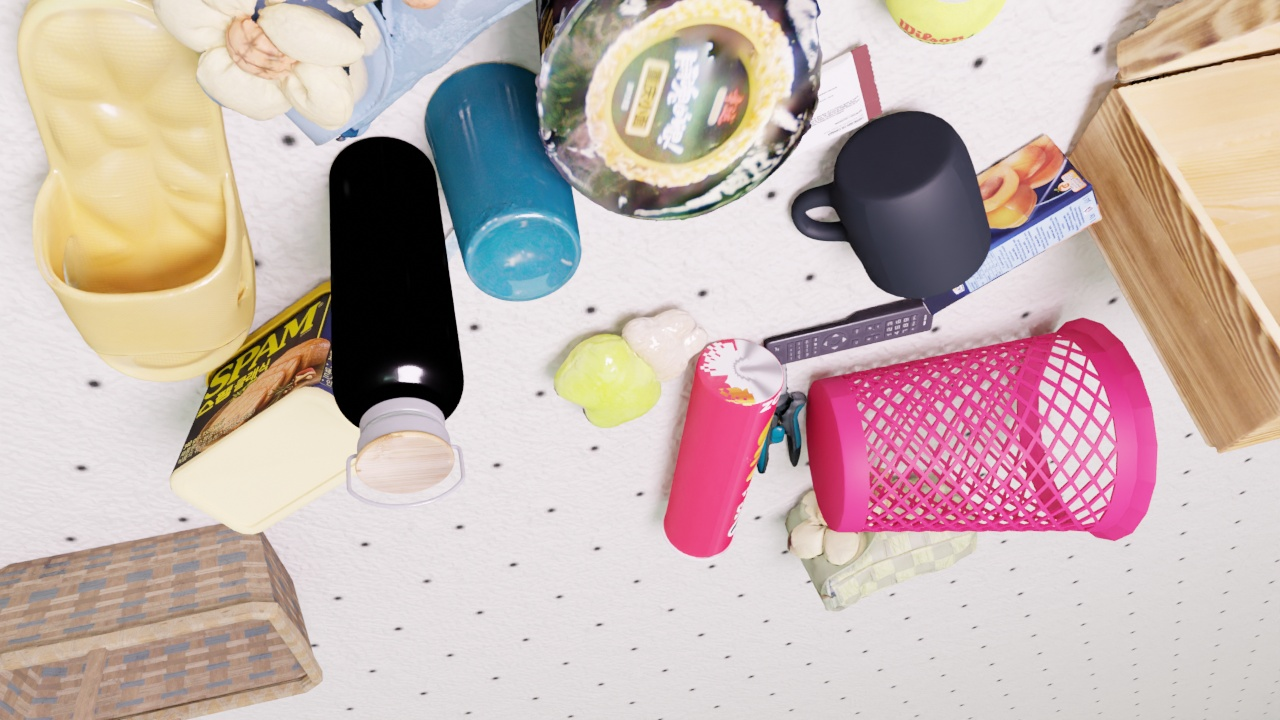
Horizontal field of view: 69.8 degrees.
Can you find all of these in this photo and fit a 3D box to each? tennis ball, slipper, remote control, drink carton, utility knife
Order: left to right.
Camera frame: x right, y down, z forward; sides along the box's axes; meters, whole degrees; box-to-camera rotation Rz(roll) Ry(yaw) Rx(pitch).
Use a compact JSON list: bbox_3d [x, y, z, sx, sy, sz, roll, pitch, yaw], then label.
[{"bbox_3d":[-0.262,-0.067,0.487,0.099,0.078,0.264,-3,137,-20],"label":"slipper"},{"bbox_3d":[-0.144,-0.050,0.598,0.022,0.015,0.180,29,120,-28],"label":"utility knife"},{"bbox_3d":[0.165,-0.023,0.730,0.136,0.015,0.032,-13,140,-1],"label":"remote control"},{"bbox_3d":[0.163,-0.202,0.487,0.065,0.065,0.065,-10,139,-9],"label":"tennis ball"},{"bbox_3d":[0.241,-0.092,0.640,0.130,0.064,0.040,-32,137,17],"label":"drink carton"}]

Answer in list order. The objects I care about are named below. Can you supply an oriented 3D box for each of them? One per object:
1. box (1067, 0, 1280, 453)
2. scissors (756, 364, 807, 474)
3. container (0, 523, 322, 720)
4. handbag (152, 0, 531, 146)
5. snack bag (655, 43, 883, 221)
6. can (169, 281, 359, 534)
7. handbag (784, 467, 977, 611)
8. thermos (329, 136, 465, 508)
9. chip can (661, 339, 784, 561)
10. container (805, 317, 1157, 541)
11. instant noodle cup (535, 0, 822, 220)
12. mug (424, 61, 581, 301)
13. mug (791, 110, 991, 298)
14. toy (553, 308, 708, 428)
[{"bbox_3d":[0.450,-0.158,0.507,0.279,0.281,0.316,-13,152,-5],"label":"box"},{"bbox_3d":[0.116,0.056,0.801,0.128,0.019,0.141,20,126,-35],"label":"scissors"},{"bbox_3d":[-0.390,0.251,0.716,0.250,0.186,0.158,-10,139,-8],"label":"container"},{"bbox_3d":[-0.110,-0.172,0.383,0.192,0.118,0.122,-28,121,17],"label":"handbag"},{"bbox_3d":[0.071,-0.139,0.568,0.158,0.013,0.057,-25,141,9],"label":"snack bag"},{"bbox_3d":[-0.217,0.031,0.577,0.135,0.104,0.075,-30,126,19],"label":"can"},{"bbox_3d":[0.231,0.157,0.896,0.186,0.113,0.117,-20,126,-1],"label":"handbag"},{"bbox_3d":[-0.125,-0.022,0.464,0.061,0.231,0.061,-10,139,-9],"label":"thermos"},{"bbox_3d":[0.065,0.082,0.773,0.069,0.069,0.221,-6,138,-13],"label":"chip can"},{"bbox_3d":[0.263,0.067,0.759,0.226,0.182,0.183,-6,139,-2],"label":"container"},{"bbox_3d":[0.009,-0.158,0.450,0.137,0.112,0.137,-10,138,-9],"label":"instant noodle cup"},{"bbox_3d":[-0.071,-0.092,0.488,0.078,0.121,0.078,-10,140,-9],"label":"mug"},{"bbox_3d":[0.158,-0.100,0.600,0.122,0.085,0.094,-2,147,30],"label":"mug"},{"bbox_3d":[-0.004,0.004,0.680,0.115,0.046,0.092,-35,138,10],"label":"toy"}]
